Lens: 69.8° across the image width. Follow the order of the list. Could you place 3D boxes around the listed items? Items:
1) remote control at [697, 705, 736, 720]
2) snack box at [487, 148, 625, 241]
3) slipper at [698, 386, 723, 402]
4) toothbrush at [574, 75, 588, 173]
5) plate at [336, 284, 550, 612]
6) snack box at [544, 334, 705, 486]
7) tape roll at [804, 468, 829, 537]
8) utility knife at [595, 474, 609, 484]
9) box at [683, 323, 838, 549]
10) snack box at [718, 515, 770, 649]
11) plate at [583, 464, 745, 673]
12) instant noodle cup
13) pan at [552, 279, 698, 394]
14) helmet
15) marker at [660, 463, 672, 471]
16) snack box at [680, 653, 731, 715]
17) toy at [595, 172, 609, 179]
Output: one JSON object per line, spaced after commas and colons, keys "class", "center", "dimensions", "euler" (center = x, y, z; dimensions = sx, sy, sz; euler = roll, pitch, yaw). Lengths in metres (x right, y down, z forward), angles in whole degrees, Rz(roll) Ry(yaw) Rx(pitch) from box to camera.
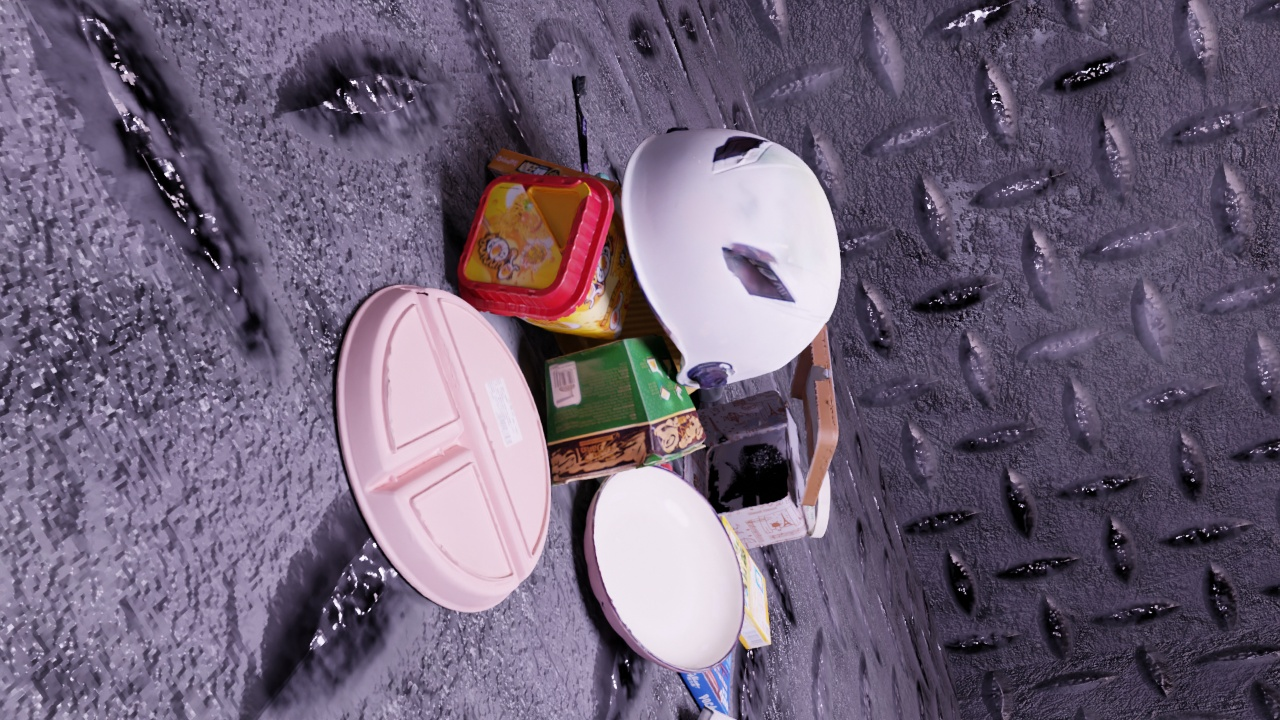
{"class": "remote control", "center": [0.079, 0.372, 0.896], "dimensions": [0.049, 0.024, 0.125], "euler": [-62, 144, -15]}
{"class": "snack box", "center": [-0.063, -0.139, 0.804], "dimensions": [0.026, 0.154, 0.075], "euler": [-55, 140, -14]}
{"class": "slipper", "center": [0.061, -0.027, 1.161], "dimensions": [0.246, 0.074, 0.103], "euler": [74, 8, -56]}
{"class": "toothbrush", "center": [-0.066, -0.269, 1.094], "dimensions": [0.014, 0.017, 0.188], "euler": [51, 29, -59]}
{"class": "plate", "center": [-0.121, 0.054, 0.629], "dimensions": [0.229, 0.028, 0.229], "euler": [-17, 90, -72]}
{"class": "snack box", "center": [-0.021, 0.038, 0.770], "dimensions": [0.117, 0.118, 0.105], "euler": [-10, 85, -66]}
{"class": "tape roll", "center": [0.204, 0.162, 1.064], "dimensions": [0.086, 0.014, 0.086], "euler": [161, -68, -90]}
{"class": "utility knife", "center": [-0.002, 0.161, 0.888], "dimensions": [0.223, 0.015, 0.033], "euler": [60, 38, -34]}
{"class": "box", "center": [0.155, 0.100, 1.067], "dimensions": [0.136, 0.270, 0.179], "euler": [27, 41, -21]}
{"class": "snack box", "center": [0.105, 0.245, 1.011], "dimensions": [0.086, 0.034, 0.140], "euler": [-88, 156, -46]}
{"class": "plate", "center": [0.017, 0.187, 0.825], "dimensions": [0.192, 0.039, 0.192], "euler": [30, 42, -33]}
{"class": "instant noodle cup", "center": [-0.065, -0.074, 0.734], "dimensions": [0.123, 0.116, 0.116], "euler": [39, 63, -60]}
{"class": "pan", "center": [0.066, -0.058, 0.944], "dimensions": [0.356, 0.078, 0.197], "euler": [-5, 81, -30]}
{"class": "helmet", "center": [0.092, -0.094, 0.782], "dimensions": [0.258, 0.146, 0.228], "euler": [33, 49, -67]}
{"class": "marker", "center": [0.037, 0.160, 0.953], "dimensions": [0.017, 0.017, 0.145], "euler": [60, 9, -34]}
{"class": "snack box", "center": [0.071, 0.287, 0.971], "dimensions": [0.156, 0.026, 0.084], "euler": [-76, 145, -57]}
{"class": "toy", "center": [-0.043, -0.180, 1.049], "dimensions": [0.096, 0.030, 0.091], "euler": [71, 13, -48]}
